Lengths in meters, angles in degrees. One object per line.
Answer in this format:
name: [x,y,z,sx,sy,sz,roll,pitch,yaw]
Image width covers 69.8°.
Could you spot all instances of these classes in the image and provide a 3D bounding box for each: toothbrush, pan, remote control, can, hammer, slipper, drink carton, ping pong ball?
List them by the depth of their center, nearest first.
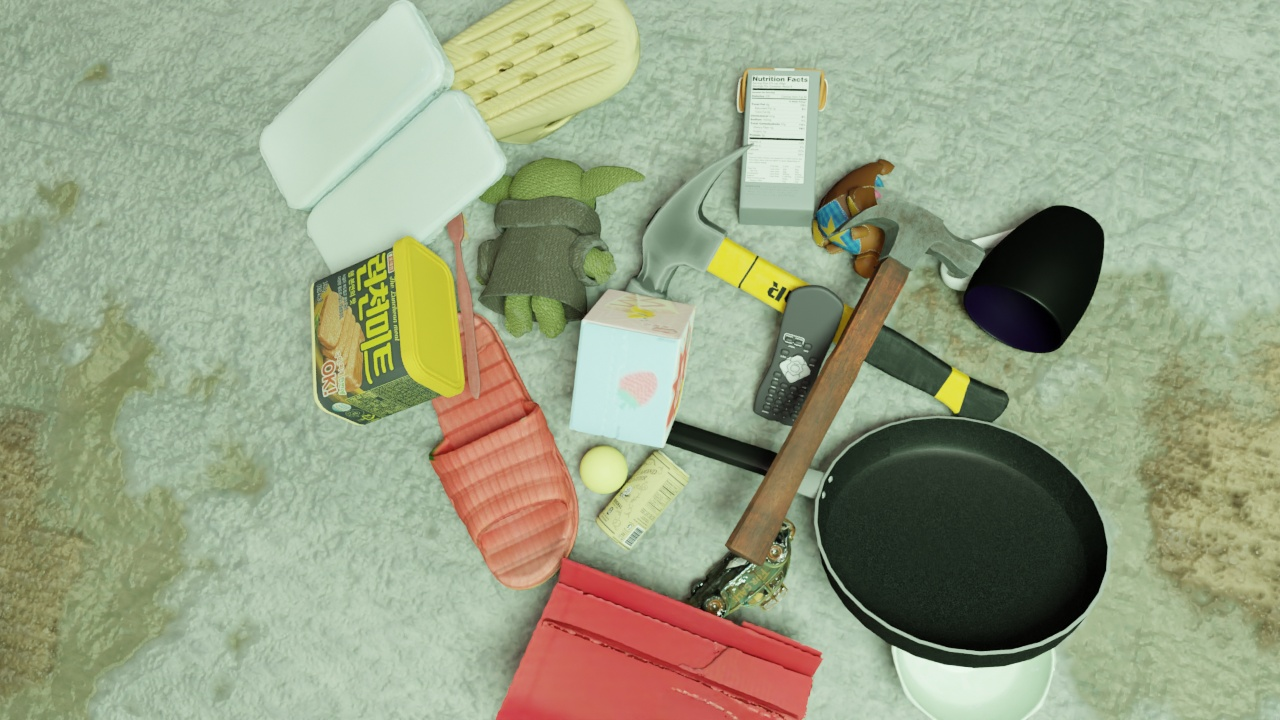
hammer: [0.146,0.014,0.687,0.111,0.028,0.300,31,80,-7]
pan: [0.166,0.110,0.709,0.356,0.044,0.203,16,51,23]
remote control: [0.128,-0.003,0.743,0.046,0.009,0.125,17,115,6]
hammer: [0.152,-0.041,0.747,0.324,0.034,0.170,30,112,3]
can: [0.002,0.115,0.758,0.038,0.038,0.079,41,88,10]
ping pong ball: [-0.031,0.091,0.764,0.040,0.040,0.040,-1,82,6]
can: [-0.213,-0.022,0.765,0.101,0.072,0.130,-20,63,17]
slipper: [-0.126,0.069,0.769,0.103,0.059,0.248,-22,79,3]
drink carton: [0.118,-0.182,0.782,0.076,0.048,0.124,3,82,7]
toothbrush: [-0.150,-0.051,0.790,0.015,0.016,0.184,-14,68,8]
slipper: [-0.111,-0.244,0.806,0.262,0.079,0.111,-15,87,24]

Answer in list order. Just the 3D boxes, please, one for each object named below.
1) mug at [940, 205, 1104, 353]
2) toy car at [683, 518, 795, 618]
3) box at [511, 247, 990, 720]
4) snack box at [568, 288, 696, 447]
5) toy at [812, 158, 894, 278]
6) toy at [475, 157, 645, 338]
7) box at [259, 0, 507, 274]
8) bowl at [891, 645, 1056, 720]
mug: [0.307,-0.075,0.738,0.119,0.085,0.100,25,70,39]
toy car: [0.088,0.177,0.735,0.112,0.047,0.047,-40,98,-5]
box: [0.040,0.151,0.623,0.214,0.137,0.469,20,118,8]
snack box: [-0.004,0.004,0.731,0.079,0.094,0.093,11,111,8]
toy: [0.199,-0.120,0.773,0.102,0.071,0.090,-43,92,-24]
toy: [-0.081,-0.096,0.776,0.180,0.078,0.152,2,76,29]
box: [-0.233,-0.182,0.802,0.209,0.037,0.190,-32,79,21]
bowl: [0.249,0.220,0.703,0.117,0.061,0.117,-1,81,7]
